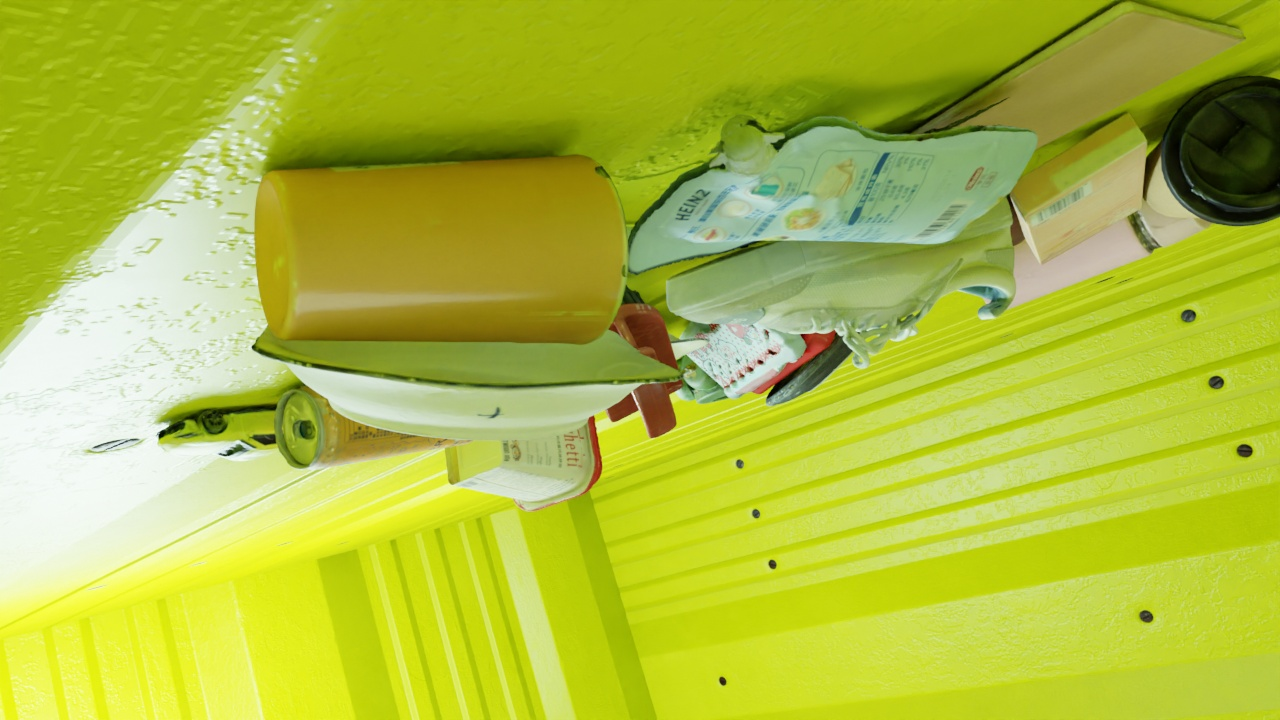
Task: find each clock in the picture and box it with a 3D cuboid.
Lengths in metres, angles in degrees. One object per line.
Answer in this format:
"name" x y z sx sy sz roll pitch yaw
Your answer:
"clock" 0.092 0.007 0.976 0.161 0.056 0.116 -15 170 -14

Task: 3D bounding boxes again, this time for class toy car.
"toy car" -0.281 0.053 0.640 0.048 0.032 0.105 -23 168 34

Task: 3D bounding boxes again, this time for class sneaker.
"sneaker" 0.135 -0.043 0.596 0.242 0.091 0.089 -13 -176 -13

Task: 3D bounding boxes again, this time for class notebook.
"notebook" 0.206 -0.132 0.520 0.147 0.008 0.208 -10 168 -39

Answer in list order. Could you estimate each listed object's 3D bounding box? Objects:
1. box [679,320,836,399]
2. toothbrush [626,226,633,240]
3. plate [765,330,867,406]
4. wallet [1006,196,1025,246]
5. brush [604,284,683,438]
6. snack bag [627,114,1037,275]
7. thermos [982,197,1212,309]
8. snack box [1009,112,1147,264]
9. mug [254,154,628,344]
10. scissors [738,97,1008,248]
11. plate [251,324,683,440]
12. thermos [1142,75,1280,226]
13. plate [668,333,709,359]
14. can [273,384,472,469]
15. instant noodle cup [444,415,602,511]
"box" 0.092 -0.029 0.776 0.100 0.095 0.202 22 165 -3
"toothbrush" -0.041 -0.059 0.464 0.189 0.029 0.020 -10 127 -45
"plate" 0.177 -0.020 0.807 0.179 0.024 0.179 -46 177 -4
"wallet" 0.279 -0.103 0.757 0.101 0.032 0.124 -21 171 6
"brush" -0.004 0.004 0.641 0.063 0.069 0.146 -27 154 -5
"snack bag" 0.093 -0.080 0.443 0.190 0.038 0.111 -6 166 -28
"thermos" 0.415 -0.115 0.852 0.199 0.067 0.087 -27 -162 40
"snack box" 0.314 -0.116 0.656 0.085 0.026 0.157 -32 160 20
"mug" -0.076 -0.041 0.348 0.122 0.078 0.078 -5 165 -33
"scissors" 0.105 -0.096 0.492 0.181 0.014 0.160 -7 166 -28
"plate" -0.076 0.004 0.397 0.164 0.034 0.163 3 -171 -17
"thermos" 0.390 -0.133 0.621 0.093 0.093 0.143 -20 177 15
"plate" -0.039 0.003 0.779 0.163 0.034 0.165 -13 170 -28
"can" -0.184 0.041 0.664 0.058 0.058 0.145 -24 168 37
"instant noodle cup" -0.116 0.078 0.877 0.117 0.116 0.124 -24 158 33
